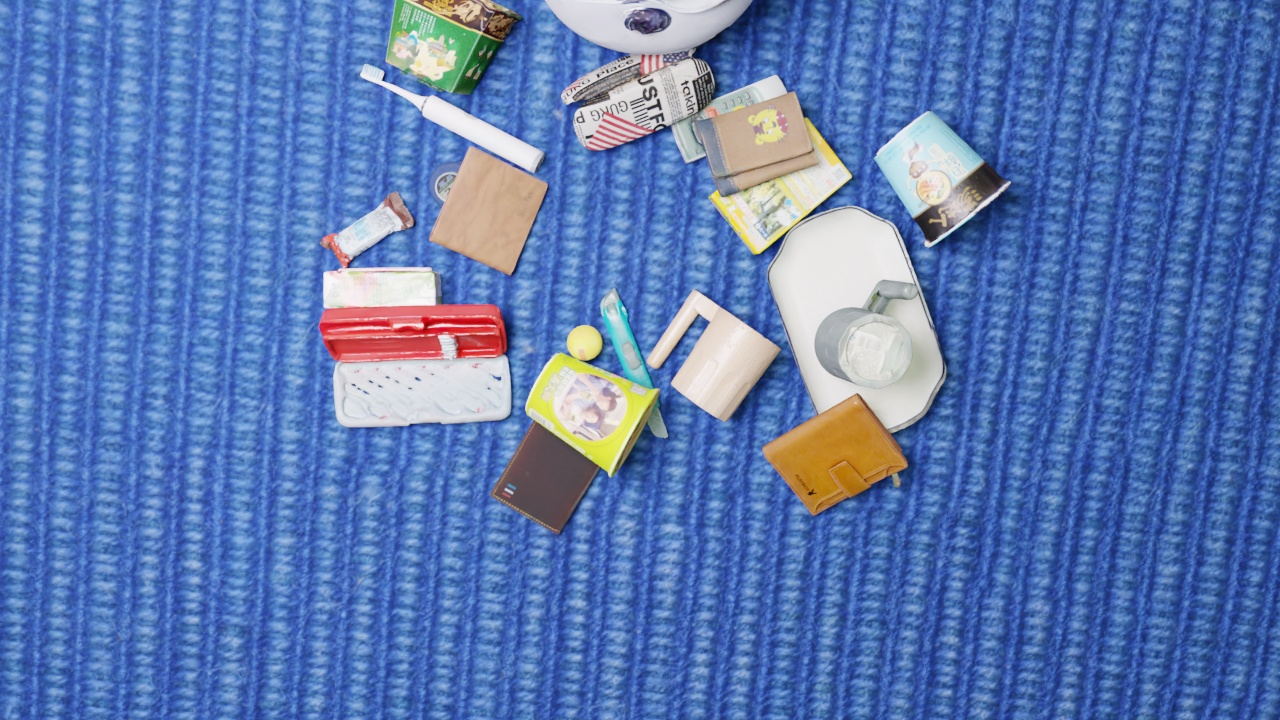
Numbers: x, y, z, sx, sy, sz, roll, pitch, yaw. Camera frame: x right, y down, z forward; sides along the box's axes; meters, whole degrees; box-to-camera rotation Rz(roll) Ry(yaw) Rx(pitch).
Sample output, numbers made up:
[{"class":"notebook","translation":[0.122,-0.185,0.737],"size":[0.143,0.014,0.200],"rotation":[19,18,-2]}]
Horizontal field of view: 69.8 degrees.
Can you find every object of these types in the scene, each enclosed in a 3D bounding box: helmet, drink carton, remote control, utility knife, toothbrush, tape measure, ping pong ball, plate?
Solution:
[{"class":"helmet","translation":[0.011,-0.408,0.948],"size":[0.259,0.146,0.228],"rotation":[9,71,4]},{"class":"drink carton","translation":[-0.287,-0.081,1.029],"size":[0.122,0.053,0.045],"rotation":[-1,95,-2]},{"class":"remote control","translation":[0.104,-0.273,1.038],"size":[0.135,0.019,0.056],"rotation":[-21,96,1]},{"class":"utility knife","translation":[-0.006,0.006,1.065],"size":[0.029,0.013,0.185],"rotation":[-21,97,8]},{"class":"toothbrush","translation":[-0.211,-0.272,1.026],"size":[0.221,0.026,0.026],"rotation":[27,99,-4]},{"class":"tape measure","translation":[-0.210,-0.196,1.033],"size":[0.058,0.025,0.054],"rotation":[-41,95,-7]},{"class":"ping pong ball","translation":[-0.064,-0.020,1.047],"size":[0.040,0.040,0.040],"rotation":[0,96,-2]},{"class":"plate","translation":[0.246,-0.043,1.057],"size":[0.162,0.034,0.266],"rotation":[-22,96,1]}]

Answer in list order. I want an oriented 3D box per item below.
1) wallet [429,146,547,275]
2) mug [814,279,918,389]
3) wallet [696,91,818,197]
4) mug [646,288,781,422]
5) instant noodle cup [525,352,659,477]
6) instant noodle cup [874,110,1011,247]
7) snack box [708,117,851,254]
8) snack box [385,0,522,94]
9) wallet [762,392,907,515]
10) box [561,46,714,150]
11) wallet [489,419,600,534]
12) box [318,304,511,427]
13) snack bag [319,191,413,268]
[{"class":"wallet","translation":[-0.168,-0.167,1.026],"size":[0.101,0.020,0.115],"rotation":[22,93,-25]},{"class":"mug","translation":[0.249,-0.032,0.988],"size":[0.083,0.103,0.124],"rotation":[29,95,-4]},{"class":"wallet","translation":[0.128,-0.238,1.008],"size":[0.115,0.033,0.090],"rotation":[-17,83,2]},{"class":"mug","translation":[0.080,-0.006,1.040],"size":[0.124,0.084,0.103],"rotation":[36,95,20]},{"class":"instant noodle cup","translation":[-0.058,0.052,1.025],"size":[0.123,0.111,0.112],"rotation":[29,94,7]},{"class":"instant noodle cup","translation":[0.324,-0.205,1.014],"size":[0.111,0.111,0.120],"rotation":[-40,88,2]},{"class":"snack box","translation":[0.158,-0.197,1.041],"size":[0.140,0.033,0.087],"rotation":[-40,96,1]},{"class":"snack box","translation":[-0.209,-0.350,0.984],"size":[0.118,0.117,0.106],"rotation":[26,106,-2]},{"class":"wallet","translation":[0.227,0.113,1.055],"size":[0.131,0.035,0.119],"rotation":[-34,100,24]},{"class":"box","translation":[-0.004,-0.301,1.016],"size":[0.162,0.086,0.075],"rotation":[-22,139,3]},{"class":"wallet","translation":[-0.105,0.129,1.073],"size":[0.096,0.020,0.122],"rotation":[31,92,-4]},{"class":"box","translation":[-0.250,0.002,1.037],"size":[0.201,0.069,0.158],"rotation":[-2,120,-3]},{"class":"snack bag","translation":[-0.308,-0.146,1.035],"size":[0.105,0.026,0.045],"rotation":[-33,87,1]}]
